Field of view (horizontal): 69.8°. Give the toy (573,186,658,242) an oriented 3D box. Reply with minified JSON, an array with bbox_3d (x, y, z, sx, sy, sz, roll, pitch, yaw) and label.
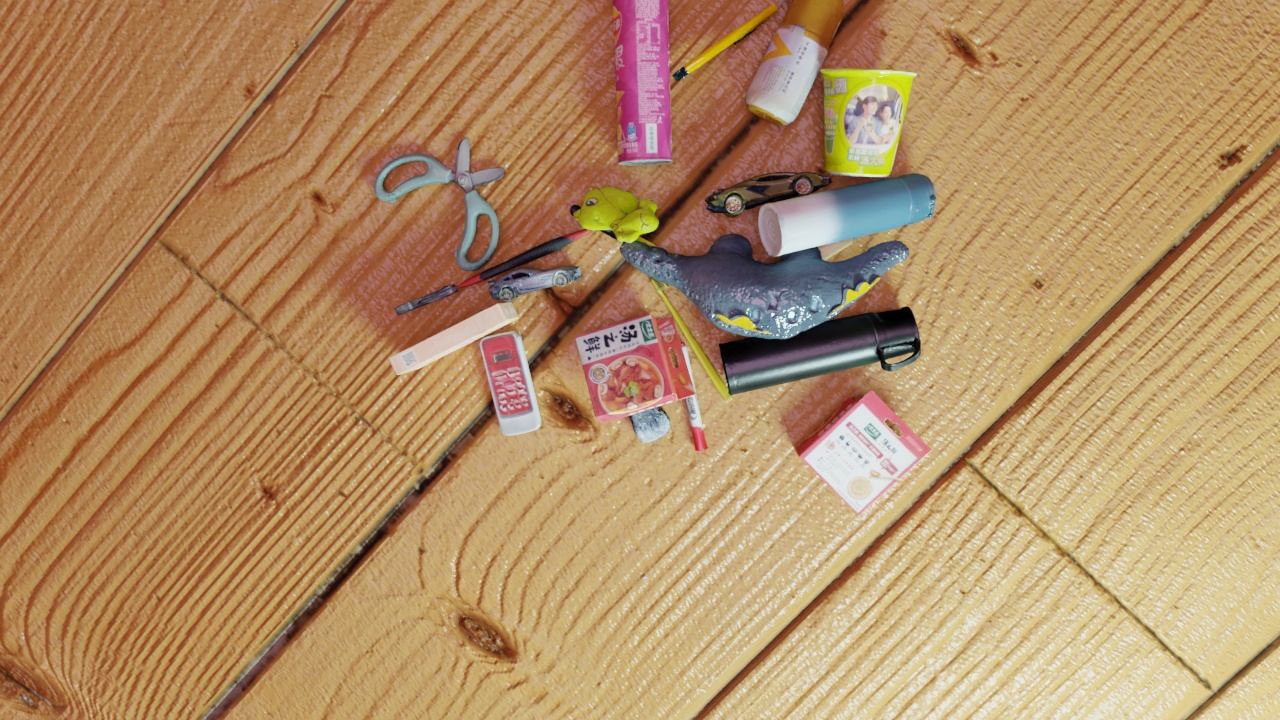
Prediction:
[{"bbox_3d":[-0.029,-0.185,1.153,0.096,0.031,0.100,-30,61,-14],"label":"toy"}]

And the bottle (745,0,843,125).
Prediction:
[{"bbox_3d":[0.194,-0.382,1.109,0.068,0.068,0.189,26,98,-1],"label":"bottle"}]

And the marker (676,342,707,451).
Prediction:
[{"bbox_3d":[0.066,0.048,1.202,0.017,0.017,0.145,-11,98,4],"label":"marker"}]

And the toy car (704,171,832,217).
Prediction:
[{"bbox_3d":[0.158,-0.209,1.136,0.158,0.070,0.042,-12,95,2],"label":"toy car"}]

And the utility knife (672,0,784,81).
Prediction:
[{"bbox_3d":[0.129,-0.404,1.120,0.216,0.033,0.015,-35,105,0],"label":"utility knife"}]

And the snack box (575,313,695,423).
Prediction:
[{"bbox_3d":[-0.007,0.007,1.165,0.127,0.044,0.113,-18,73,5],"label":"snack box"}]

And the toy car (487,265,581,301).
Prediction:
[{"bbox_3d":[-0.135,-0.103,1.170,0.121,0.054,0.037,-12,99,4],"label":"toy car"}]

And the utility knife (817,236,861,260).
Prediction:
[{"bbox_3d":[0.227,-0.134,1.168,0.205,0.021,0.031,-32,97,13],"label":"utility knife"}]

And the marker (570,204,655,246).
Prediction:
[{"bbox_3d":[-0.035,-0.167,1.176,0.124,0.015,0.018,28,94,-2],"label":"marker"}]

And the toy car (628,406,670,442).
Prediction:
[{"bbox_3d":[-0.001,0.057,1.199,0.049,0.031,0.105,-29,94,4],"label":"toy car"}]

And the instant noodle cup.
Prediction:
[{"bbox_3d":[0.267,-0.285,1.106,0.112,0.111,0.123,4,106,2],"label":"instant noodle cup"}]

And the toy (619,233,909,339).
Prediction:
[{"bbox_3d":[0.148,-0.095,1.132,0.356,0.091,0.137,4,77,6],"label":"toy"}]

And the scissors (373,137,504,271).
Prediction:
[{"bbox_3d":[-0.252,-0.194,1.175,0.171,0.019,0.170,-9,90,2],"label":"scissors"}]

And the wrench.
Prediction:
[{"bbox_3d":[-0.187,-0.115,1.176,0.273,0.056,0.016,-23,99,1],"label":"wrench"}]

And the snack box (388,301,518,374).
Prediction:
[{"bbox_3d":[-0.236,-0.029,1.170,0.157,0.084,0.026,-25,93,6],"label":"snack box"}]

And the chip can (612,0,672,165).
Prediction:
[{"bbox_3d":[0.002,-0.347,1.122,0.071,0.071,0.210,-1,99,2],"label":"chip can"}]

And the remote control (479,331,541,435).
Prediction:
[{"bbox_3d":[-0.171,0.031,1.208,0.056,0.020,0.136,-12,97,3],"label":"remote control"}]

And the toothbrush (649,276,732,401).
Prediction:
[{"bbox_3d":[0.067,-0.031,1.190,0.017,0.015,0.190,-29,96,21],"label":"toothbrush"}]

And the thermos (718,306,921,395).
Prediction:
[{"bbox_3d":[0.225,-0.008,1.151,0.242,0.089,0.068,-12,129,5],"label":"thermos"}]

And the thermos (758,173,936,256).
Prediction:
[{"bbox_3d":[0.252,-0.179,1.108,0.220,0.070,0.070,-15,97,-15],"label":"thermos"}]

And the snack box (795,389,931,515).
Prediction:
[{"bbox_3d":[0.287,0.116,1.188,0.113,0.044,0.127,45,99,-3],"label":"snack box"}]
